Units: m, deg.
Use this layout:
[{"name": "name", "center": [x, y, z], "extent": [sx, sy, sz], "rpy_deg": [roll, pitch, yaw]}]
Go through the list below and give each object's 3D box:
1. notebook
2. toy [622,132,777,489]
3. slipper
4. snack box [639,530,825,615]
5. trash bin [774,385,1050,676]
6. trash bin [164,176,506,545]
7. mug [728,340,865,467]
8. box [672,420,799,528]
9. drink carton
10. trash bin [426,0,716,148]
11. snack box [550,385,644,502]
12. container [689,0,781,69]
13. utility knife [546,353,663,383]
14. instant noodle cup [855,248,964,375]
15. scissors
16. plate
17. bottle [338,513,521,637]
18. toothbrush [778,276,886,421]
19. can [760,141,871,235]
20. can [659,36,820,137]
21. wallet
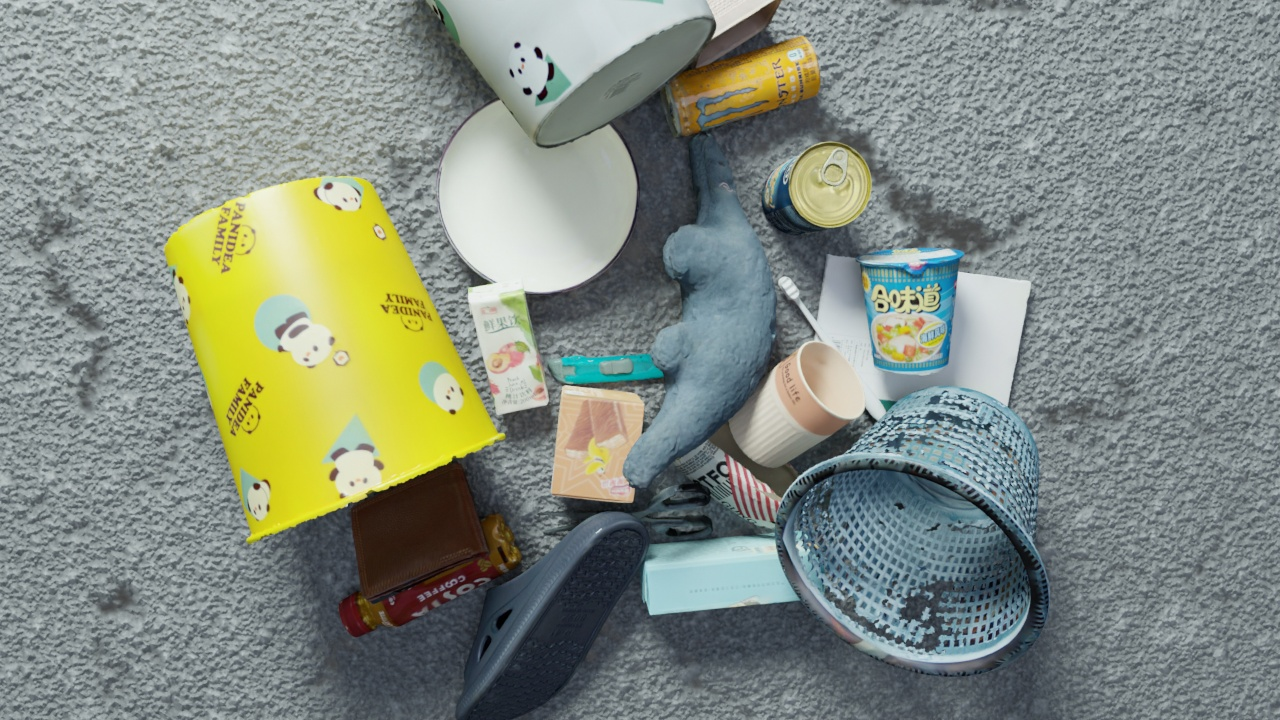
[{"name": "notebook", "center": [0.280, -0.020, 0.927], "extent": [0.209, 0.012, 0.150], "rpy_deg": [8, 95, -3]}, {"name": "toy", "center": [0.066, -0.044, 0.856], "extent": [0.137, 0.092, 0.355], "rpy_deg": [19, 71, -28]}, {"name": "slipper", "center": [-0.092, 0.240, 0.888], "extent": [0.110, 0.083, 0.268], "rpy_deg": [22, 108, -44]}, {"name": "snack box", "center": [0.087, 0.206, 0.899], "extent": [0.175, 0.074, 0.051], "rpy_deg": [-4, 93, -3]}, {"name": "trash bin", "center": [0.263, 0.132, 0.826], "extent": [0.227, 0.194, 0.227], "rpy_deg": [17, 126, 25]}, {"name": "trash bin", "center": [-0.271, -0.004, 0.795], "extent": [0.229, 0.229, 0.255], "rpy_deg": [-22, 90, -2]}, {"name": "mug", "center": [0.148, 0.034, 0.877], "extent": [0.081, 0.114, 0.106], "rpy_deg": [33, 132, -15]}, {"name": "box", "center": [0.087, 0.094, 0.906], "extent": [0.163, 0.076, 0.086], "rpy_deg": [35, 53, -5]}, {"name": "drink carton", "center": [-0.124, -0.014, 0.867], "extent": [0.053, 0.045, 0.123], "rpy_deg": [-12, 119, -5]}, {"name": "trash bin", "center": [-0.079, -0.334, 0.765], "extent": [0.229, 0.229, 0.252], "rpy_deg": [-33, 91, -1]}, {"name": "snack box", "center": [-0.042, 0.077, 0.873], "extent": [0.077, 0.093, 0.094], "rpy_deg": [6, 93, -5]}, {"name": "container", "center": [0.061, -0.349, 0.855], "extent": [0.090, 0.090, 0.111], "rpy_deg": [-32, 92, -1]}, {"name": "utility knife", "center": [-0.005, 0.005, 0.910], "extent": [0.174, 0.013, 0.029], "rpy_deg": [-4, 95, -3]}, {"name": "instant noodle cup", "center": [0.256, -0.047, 0.876], "extent": [0.099, 0.099, 0.110], "rpy_deg": [-5, 104, -4]}, {"name": "scissors", "center": [-0.008, 0.150, 0.900], "extent": [0.165, 0.014, 0.163], "rpy_deg": [27, 130, -24]}, {"name": "plate", "center": [-0.097, -0.159, 0.880], "extent": [0.192, 0.039, 0.192], "rpy_deg": [0, 94, -4]}, {"name": "bottle", "center": [-0.204, 0.211, 0.889], "extent": [0.175, 0.057, 0.057], "rpy_deg": [-27, 95, -2]}, {"name": "toothbrush", "center": [0.193, -0.009, 0.911], "extent": [0.016, 0.016, 0.180], "rpy_deg": [-36, 96, 8]}, {"name": "can", "center": [0.162, -0.158, 0.862], "extent": [0.075, 0.111, 0.075], "rpy_deg": [0, 94, -6]}, {"name": "can", "center": [0.095, -0.261, 0.876], "extent": [0.146, 0.058, 0.058], "rpy_deg": [-18, 95, -2]}, {"name": "wallet", "center": [-0.211, 0.164, 0.869], "extent": [0.124, 0.032, 0.101], "rpy_deg": [-24, 55, 1]}]
